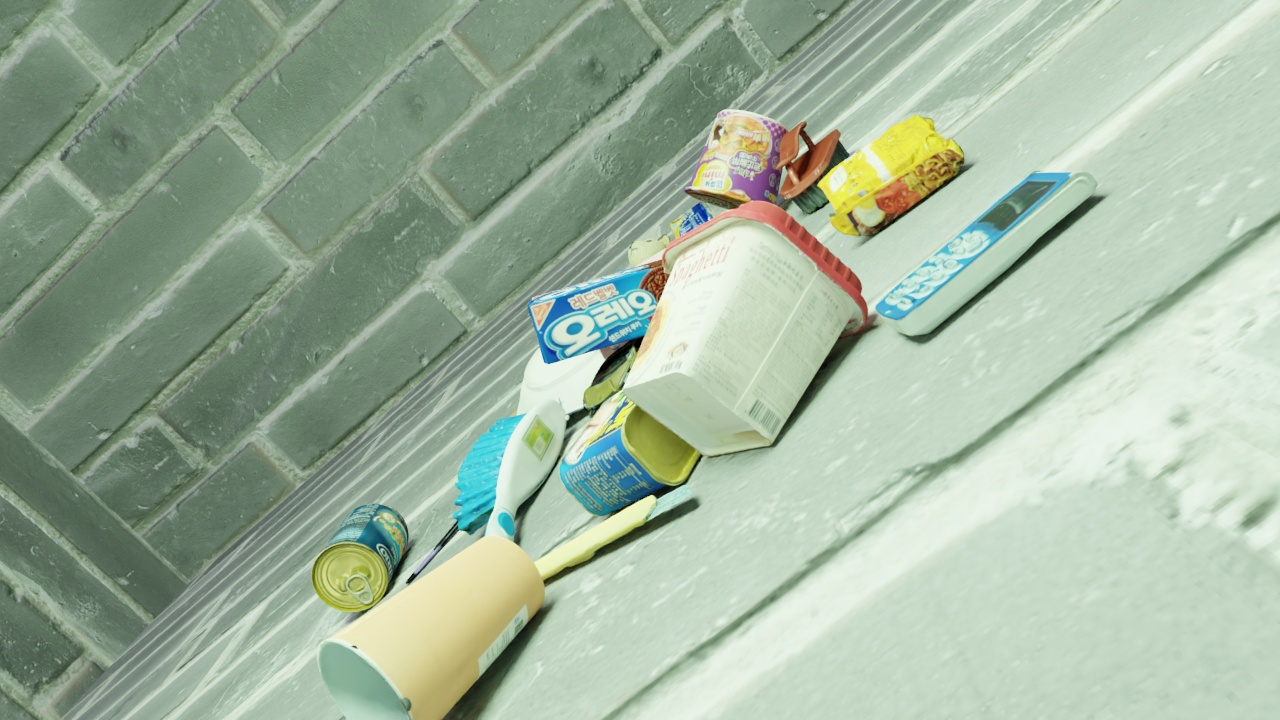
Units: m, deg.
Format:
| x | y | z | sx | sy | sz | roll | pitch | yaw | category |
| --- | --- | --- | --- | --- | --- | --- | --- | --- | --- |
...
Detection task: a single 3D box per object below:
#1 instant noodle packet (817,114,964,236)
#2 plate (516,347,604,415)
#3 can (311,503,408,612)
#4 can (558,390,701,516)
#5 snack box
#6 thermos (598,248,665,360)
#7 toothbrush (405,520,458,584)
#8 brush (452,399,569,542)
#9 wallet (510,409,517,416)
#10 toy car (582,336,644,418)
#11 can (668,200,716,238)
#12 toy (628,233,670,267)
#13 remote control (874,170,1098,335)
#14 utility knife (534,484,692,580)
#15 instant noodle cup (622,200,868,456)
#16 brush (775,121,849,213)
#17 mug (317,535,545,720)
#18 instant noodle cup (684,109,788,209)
| x | y | z | sx | sy | sz | roll | pitch | yaw | category |
| --- | --- | --- | --- | --- | --- | --- | --- | --- | --- |
| 0.201 | -0.152 | 0.750 | 0.111 | 0.044 | 0.128 | -31 | 18 | 18 | instant noodle packet |
| -0.071 | 0.000 | 0.980 | 0.165 | 0.034 | 0.163 | -26 | 29 | 23 | plate |
| -0.290 | 0.203 | 0.961 | 0.075 | 0.075 | 0.111 | -40 | 11 | 6 | can |
| 0.000 | 0.052 | 0.628 | 0.083 | 0.057 | 0.101 | -33 | 14 | 43 | can |
| 0.007 | -0.053 | 0.795 | 0.207 | 0.058 | 0.057 | -17 | 12 | -1 | snack box |
| 0.036 | -0.072 | 0.896 | 0.198 | 0.067 | 0.087 | -30 | 38 | -2 | thermos |
| -0.175 | 0.150 | 0.930 | 0.188 | 0.017 | 0.014 | -50 | 14 | -28 | toothbrush |
| -0.123 | 0.123 | 0.785 | 0.110 | 0.060 | 0.313 | -31 | 18 | 28 | brush |
| -0.147 | 0.084 | 1.040 | 0.115 | 0.033 | 0.090 | -44 | 9 | -5 | wallet |
| -0.005 | 0.005 | 0.813 | 0.070 | 0.042 | 0.157 | -36 | 5 | 26 | toy car |
| 0.073 | -0.134 | 1.022 | 0.049 | 0.074 | 0.148 | -36 | 13 | 9 | can |
| 0.013 | -0.092 | 1.085 | 0.105 | 0.066 | 0.157 | -43 | 26 | 25 | toy |
| 0.188 | -0.060 | 0.507 | 0.125 | 0.024 | 0.049 | -41 | 12 | 6 | remote control |
| -0.032 | 0.116 | 0.590 | 0.184 | 0.019 | 0.030 | -40 | 14 | 36 | utility knife |
| 0.059 | -0.015 | 0.571 | 0.117 | 0.116 | 0.124 | -21 | 35 | 58 | instant noodle cup |
| 0.175 | -0.206 | 0.965 | 0.063 | 0.069 | 0.145 | -35 | 13 | 31 | brush |
| -0.116 | 0.161 | 0.543 | 0.078 | 0.078 | 0.122 | -30 | 4 | 45 | mug |
| 0.115 | -0.223 | 1.036 | 0.111 | 0.111 | 0.099 | -148 | 75 | -78 | instant noodle cup |
